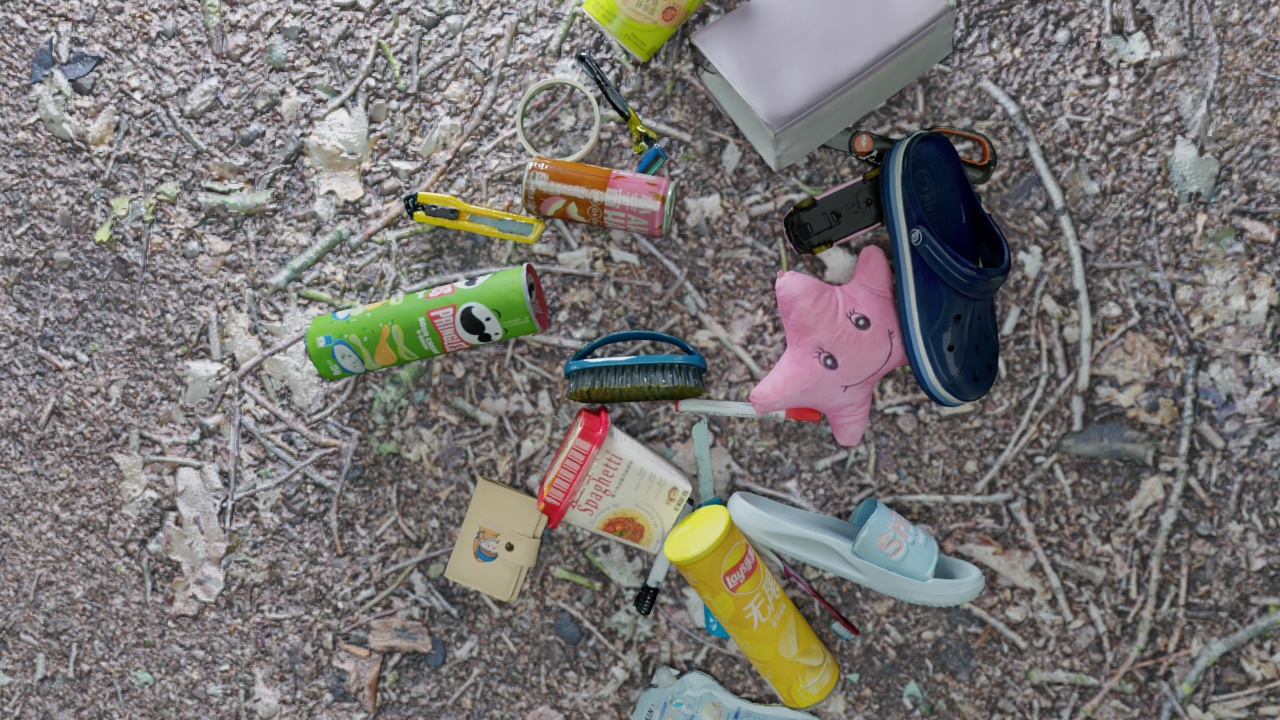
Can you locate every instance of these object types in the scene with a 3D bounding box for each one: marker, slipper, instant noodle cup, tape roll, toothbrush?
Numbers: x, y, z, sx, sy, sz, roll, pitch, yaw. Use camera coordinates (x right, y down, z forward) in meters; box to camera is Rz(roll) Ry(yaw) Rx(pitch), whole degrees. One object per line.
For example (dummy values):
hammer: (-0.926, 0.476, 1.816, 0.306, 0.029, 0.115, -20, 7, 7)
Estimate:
marker: (0.107, 0.049, 0.920, 0.145, 0.017, 0.017, 3, 94, 7)
slipper: (0.289, -0.086, 0.828, 0.105, 0.095, 0.253, -13, 92, -29)
instant noodle cup: (-0.024, 0.121, 0.898, 0.124, 0.116, 0.116, 27, 96, -7)
instant noodle cup: (0.012, -0.353, 0.866, 0.111, 0.111, 0.123, 42, 105, 3)
marker: (0.023, 0.199, 0.939, 0.022, 0.018, 0.131, 22, 96, 14)
slipper: (0.204, 0.164, 0.876, 0.245, 0.104, 0.074, 17, 96, 12)
tape roll: (-0.082, -0.241, 0.925, 0.086, 0.014, 0.086, 0, 93, 7)
toothbrush: (0.147, 0.216, 0.923, 0.187, 0.016, 0.017, 43, 107, -1)

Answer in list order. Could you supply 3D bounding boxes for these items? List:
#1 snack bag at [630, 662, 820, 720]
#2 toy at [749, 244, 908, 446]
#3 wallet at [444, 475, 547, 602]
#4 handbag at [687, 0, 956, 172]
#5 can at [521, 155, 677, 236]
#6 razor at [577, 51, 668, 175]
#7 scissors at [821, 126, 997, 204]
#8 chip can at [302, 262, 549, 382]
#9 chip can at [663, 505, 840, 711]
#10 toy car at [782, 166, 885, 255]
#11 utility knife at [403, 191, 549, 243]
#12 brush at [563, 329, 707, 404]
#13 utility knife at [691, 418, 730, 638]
snack bag: (0.085, 0.384, 0.934, 0.191, 0.038, 0.110, 18, 101, 7)
toy: (0.182, -0.015, 0.873, 0.178, 0.074, 0.194, 43, 90, -13)
wallet: (-0.147, 0.189, 0.956, 0.087, 0.024, 0.115, 21, 95, 4)
handbag: (0.163, -0.287, 0.844, 0.197, 0.098, 0.145, -34, 70, 1)
can: (-0.040, -0.161, 0.903, 0.147, 0.058, 0.058, 11, 95, 6)
razor: (-0.019, -0.249, 0.915, 0.142, 0.022, 0.043, 56, 141, 4)
scissors: (0.224, -0.190, 0.888, 0.235, 0.021, 0.152, -1, 94, 6)
chip can: (-0.214, -0.036, 0.925, 0.236, 0.072, 0.072, -13, 92, 8)
chip can: (0.108, 0.237, 0.872, 0.072, 0.072, 0.213, -33, 108, 7)
toy car: (0.198, -0.143, 0.886, 0.122, 0.037, 0.056, -23, 97, 10)
utility knife: (-0.170, -0.147, 0.940, 0.156, 0.015, 0.033, 12, 98, 6)
brush: (-0.005, 0.005, 0.914, 0.144, 0.055, 0.073, -4, 71, 7)
utility knife: (0.073, 0.171, 0.931, 0.034, 0.018, 0.225, -6, 92, -13)
